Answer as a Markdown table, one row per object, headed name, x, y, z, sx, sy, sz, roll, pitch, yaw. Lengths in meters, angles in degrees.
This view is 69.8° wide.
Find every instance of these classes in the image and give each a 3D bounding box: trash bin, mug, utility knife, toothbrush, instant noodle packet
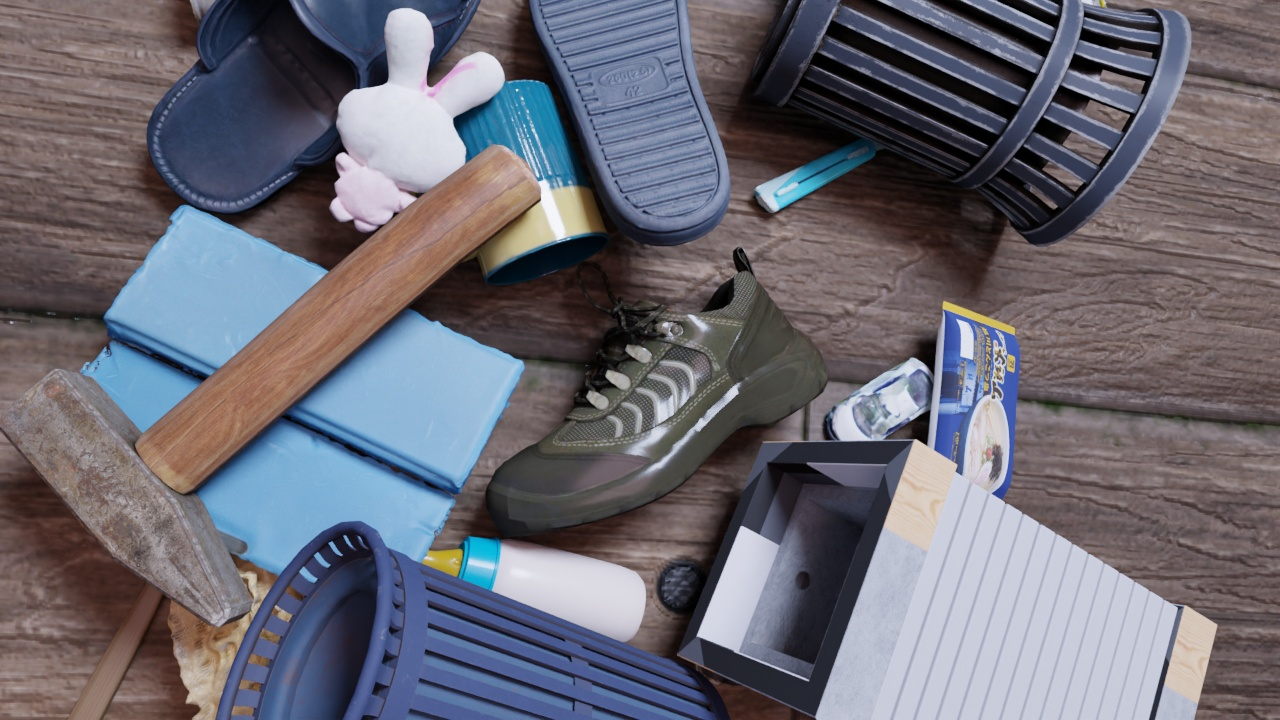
| name | x | y | z | sx | sy | sz | roll | pitch | yaw |
| --- | --- | --- | --- | --- | --- | --- | --- | --- | --- |
| trash bin | 0.202 | -0.198 | 0.609 | 0.227 | 0.164 | 0.164 | 24 | 79 | -3 |
| mug | -0.090 | -0.106 | 0.577 | 0.113 | 0.083 | 0.107 | -19 | 88 | -14 |
| trash bin | 0.180 | 0.166 | 0.543 | 0.247 | 0.143 | 0.142 | 30 | 74 | -19 |
| utility knife | 0.132 | -0.139 | 0.663 | 0.116 | 0.015 | 0.022 | -30 | 96 | -16 |
| toothbrush | -0.292 | 0.145 | 0.543 | 0.016 | 0.016 | 0.166 | 27 | 81 | -8 |
| instant noodle packet | 0.235 | 0.033 | 0.649 | 0.087 | 0.026 | 0.134 | 13 | 80 | -35 |
| trash bin | -0.070 | 0.193 | 0.480 | 0.249 | 0.139 | 0.139 | 33 | 77 | -34 |

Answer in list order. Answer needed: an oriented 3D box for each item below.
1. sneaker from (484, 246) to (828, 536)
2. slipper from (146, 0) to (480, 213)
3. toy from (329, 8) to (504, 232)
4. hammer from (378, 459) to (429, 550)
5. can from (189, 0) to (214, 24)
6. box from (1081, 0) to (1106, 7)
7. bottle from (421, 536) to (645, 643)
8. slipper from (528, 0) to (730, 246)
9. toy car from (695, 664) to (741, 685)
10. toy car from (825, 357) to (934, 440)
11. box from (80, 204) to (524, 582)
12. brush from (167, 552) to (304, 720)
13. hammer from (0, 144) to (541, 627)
| name | x | y | z | sx | sy | sz | roll | pitch | yaw |
| --- | --- | --- | --- | --- | --- | --- | --- | --- | --- |
| sneaker | -0.003 | 0.004 | 0.569 | 0.237 | 0.101 | 0.143 | -28 | 98 | -18 |
| slipper | -0.182 | -0.188 | 0.533 | 0.265 | 0.083 | 0.109 | -45 | 114 | 2 |
| toy | -0.136 | -0.131 | 0.529 | 0.076 | 0.037 | 0.125 | 26 | 97 | -21 |
| hammer | -0.139 | 0.162 | 0.549 | 0.119 | 0.031 | 0.331 | 7 | 69 | -50 |
| can | -0.210 | -0.239 | 0.582 | 0.135 | 0.054 | 0.054 | -4 | 84 | -13 |
| box | 0.262 | -0.314 | 0.702 | 0.209 | 0.034 | 0.129 | 4 | 75 | -12 |
| bottle | -0.070 | 0.137 | 0.562 | 0.146 | 0.051 | 0.051 | 18 | 80 | -18 |
| slipper | -0.009 | -0.171 | 0.598 | 0.101 | 0.083 | 0.263 | -12 | 63 | -5 |
| toy car | 0.083 | 0.183 | 0.600 | 0.112 | 0.041 | 0.048 | 4 | 82 | -25 |
| toy car | 0.172 | 0.032 | 0.645 | 0.089 | 0.027 | 0.038 | -31 | 93 | -13 |
| box | -0.207 | 0.028 | 0.535 | 0.231 | 0.034 | 0.174 | 24 | 69 | -1 |
| brush | -0.207 | 0.229 | 0.528 | 0.083 | 0.057 | 0.271 | -10 | 85 | -11 |
| hammer | -0.171 | -0.009 | 0.501 | 0.300 | 0.037 | 0.158 | -43 | 86 | -8 |
